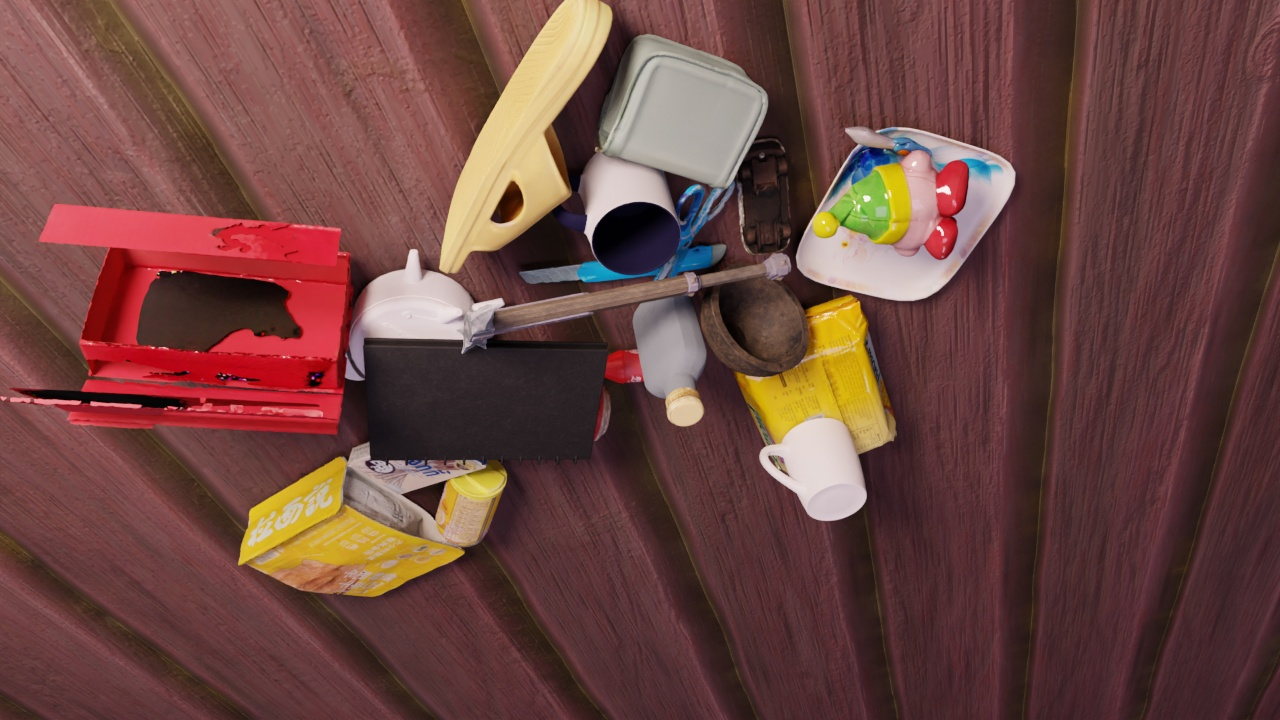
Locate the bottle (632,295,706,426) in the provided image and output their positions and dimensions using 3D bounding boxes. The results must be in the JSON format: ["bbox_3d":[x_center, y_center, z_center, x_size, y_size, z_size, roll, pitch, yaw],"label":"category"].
[{"bbox_3d":[0.032,-0.003,0.915,0.046,0.161,0.072,22,125,-28],"label":"bottle"}]

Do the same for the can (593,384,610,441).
[{"bbox_3d":[-0.120,0.049,1.002,0.170,0.067,0.067,7,131,-16],"label":"can"}]

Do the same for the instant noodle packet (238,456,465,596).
[{"bbox_3d":[-0.347,0.226,1.130,0.163,0.084,0.221,-29,137,16],"label":"instant noodle packet"}]

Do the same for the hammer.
[{"bbox_3d":[-0.004,-0.061,0.838,0.316,0.028,0.147,-13,175,-17],"label":"hammer"}]

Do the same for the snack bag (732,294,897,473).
[{"bbox_3d":[0.201,0.038,1.050,0.160,0.068,0.247,-20,133,10],"label":"snack bag"}]

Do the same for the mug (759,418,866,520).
[{"bbox_3d":[0.190,0.122,1.018,0.114,0.087,0.081,4,133,-14],"label":"mug"}]

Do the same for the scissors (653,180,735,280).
[{"bbox_3d":[0.037,-0.116,0.876,0.090,0.014,0.141,-16,147,-54],"label":"scissors"}]

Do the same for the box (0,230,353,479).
[{"bbox_3d":[-0.356,0.010,0.756,0.211,0.315,0.124,5,121,-14],"label":"box"}]

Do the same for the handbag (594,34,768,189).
[{"bbox_3d":[0.033,-0.211,0.784,0.121,0.067,0.106,12,121,-21],"label":"handbag"}]

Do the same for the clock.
[{"bbox_3d":[-0.225,-0.021,0.913,0.125,0.072,0.161,30,122,-32],"label":"clock"}]

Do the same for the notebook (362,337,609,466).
[{"bbox_3d":[-0.157,0.047,0.931,0.231,0.019,0.169,1,132,-12],"label":"notebook"}]

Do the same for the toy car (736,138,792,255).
[{"bbox_3d":[0.117,-0.156,0.875,0.048,0.040,0.113,-8,116,-3],"label":"toy car"}]

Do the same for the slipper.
[{"bbox_3d":[-0.089,-0.179,0.775,0.078,0.099,0.264,20,122,-29],"label":"slipper"}]

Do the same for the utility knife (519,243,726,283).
[{"bbox_3d":[-0.017,-0.095,0.921,0.209,0.015,0.031,-8,133,-8],"label":"utility knife"}]

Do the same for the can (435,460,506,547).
[{"bbox_3d":[-0.203,0.166,1.097,0.067,0.067,0.105,9,131,-18],"label":"can"}]

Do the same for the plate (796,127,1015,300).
[{"bbox_3d":[0.262,-0.145,0.924,0.187,0.016,0.187,11,130,-19],"label":"plate"}]

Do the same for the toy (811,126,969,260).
[{"bbox_3d":[0.231,-0.146,0.847,0.131,0.096,0.124,11,132,12],"label":"toy"}]

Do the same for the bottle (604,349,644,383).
[{"bbox_3d":[-0.006,0.006,1.003,0.119,0.036,0.036,-4,133,-6],"label":"bottle"}]

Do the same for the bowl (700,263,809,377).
[{"bbox_3d":[0.108,-0.033,0.940,0.121,0.121,0.056,18,148,-25],"label":"bowl"}]

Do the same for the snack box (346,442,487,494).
[{"bbox_3d":[-0.251,0.110,1.034,0.150,0.026,0.082,-20,136,32],"label":"snack box"}]

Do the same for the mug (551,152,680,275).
[{"bbox_3d":[-0.026,-0.138,0.822,0.112,0.096,0.079,4,132,-14],"label":"mug"}]
